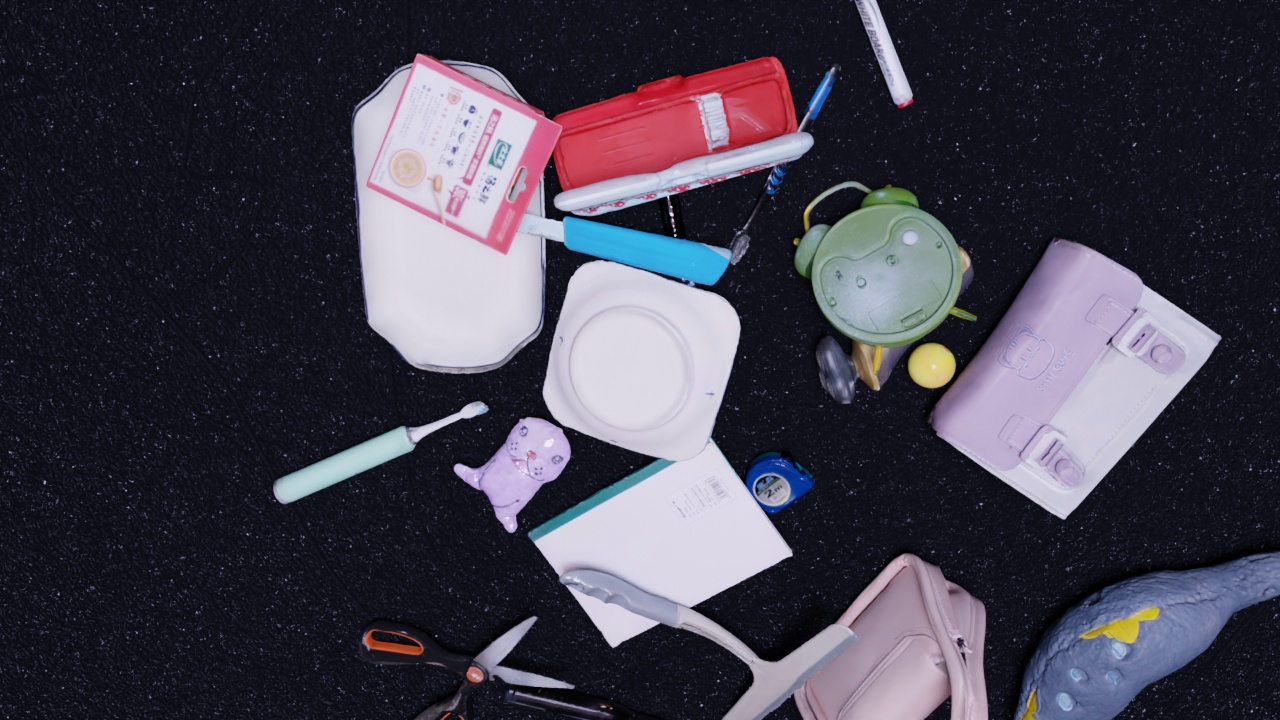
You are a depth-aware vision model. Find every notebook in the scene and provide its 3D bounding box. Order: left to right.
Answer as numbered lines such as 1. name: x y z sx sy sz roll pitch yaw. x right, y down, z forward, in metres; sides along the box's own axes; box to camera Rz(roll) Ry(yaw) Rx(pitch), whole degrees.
1. notebook: 0.016 0.175 0.876 0.209 0.012 0.150 -31 103 17

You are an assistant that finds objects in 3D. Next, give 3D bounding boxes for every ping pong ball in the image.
1. ping pong ball: 0.256 0.004 0.809 0.040 0.040 0.040 1 107 2

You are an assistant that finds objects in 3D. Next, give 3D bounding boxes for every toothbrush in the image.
1. toothbrush: -0.246 0.084 0.865 0.225 0.027 0.026 -23 72 9
2. toothbrush: -0.034 0.361 0.939 0.212 0.026 0.027 14 141 -3
3. toothbrush: 0.121 -0.164 0.779 0.014 0.016 0.190 25 105 -13

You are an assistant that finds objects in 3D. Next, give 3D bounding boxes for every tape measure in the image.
1. tape measure: 0.126 0.111 0.854 0.054 0.025 0.058 44 115 -8

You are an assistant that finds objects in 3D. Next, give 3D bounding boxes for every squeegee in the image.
1. squeegee: 0.037 0.251 0.874 0.246 0.039 0.247 28 131 -3

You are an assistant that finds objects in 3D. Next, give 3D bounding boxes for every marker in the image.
1. marker: 0.033 -0.096 0.800 0.020 0.022 0.132 -15 107 -8
2. marker: 0.188 -0.274 0.741 0.017 0.017 0.145 -24 104 9

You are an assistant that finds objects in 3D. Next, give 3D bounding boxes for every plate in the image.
1. plate: -0.161 -0.120 0.795 0.162 0.034 0.266 0 106 2
2. plate: -0.005 0.005 0.808 0.164 0.034 0.164 17 107 11

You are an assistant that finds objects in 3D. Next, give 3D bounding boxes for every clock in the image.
1. clock: 0.194 -0.079 0.760 0.116 0.056 0.161 -29 71 8

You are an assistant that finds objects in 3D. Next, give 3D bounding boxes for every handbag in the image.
1. handbag: 0.229 0.298 0.797 0.093 0.233 0.193 33 105 -5
2. handbag: 0.361 0.015 0.783 0.145 0.098 0.197 32 105 -1

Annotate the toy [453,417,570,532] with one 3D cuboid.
1. toy: -0.113 0.097 0.856 0.084 0.039 0.108 45 105 -1

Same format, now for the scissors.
1. scissors: -0.184 0.313 0.914 0.230 0.021 0.221 26 116 4

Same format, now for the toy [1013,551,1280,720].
1. toy: 0.454 0.273 0.856 0.138 0.091 0.357 39 107 -21

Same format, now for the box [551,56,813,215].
1. box: 0.026 -0.176 0.722 0.201 0.099 0.112 -13 85 6

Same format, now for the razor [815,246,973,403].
1. razor: 0.220 -0.033 0.795 0.067 0.062 0.167 44 98 -8

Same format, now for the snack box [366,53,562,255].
1. snack box: -0.137 -0.164 0.734 0.127 0.044 0.113 27 104 -1

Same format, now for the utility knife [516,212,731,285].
1. utility knife: -0.027 -0.101 0.775 0.209 0.018 0.034 13 108 -5
